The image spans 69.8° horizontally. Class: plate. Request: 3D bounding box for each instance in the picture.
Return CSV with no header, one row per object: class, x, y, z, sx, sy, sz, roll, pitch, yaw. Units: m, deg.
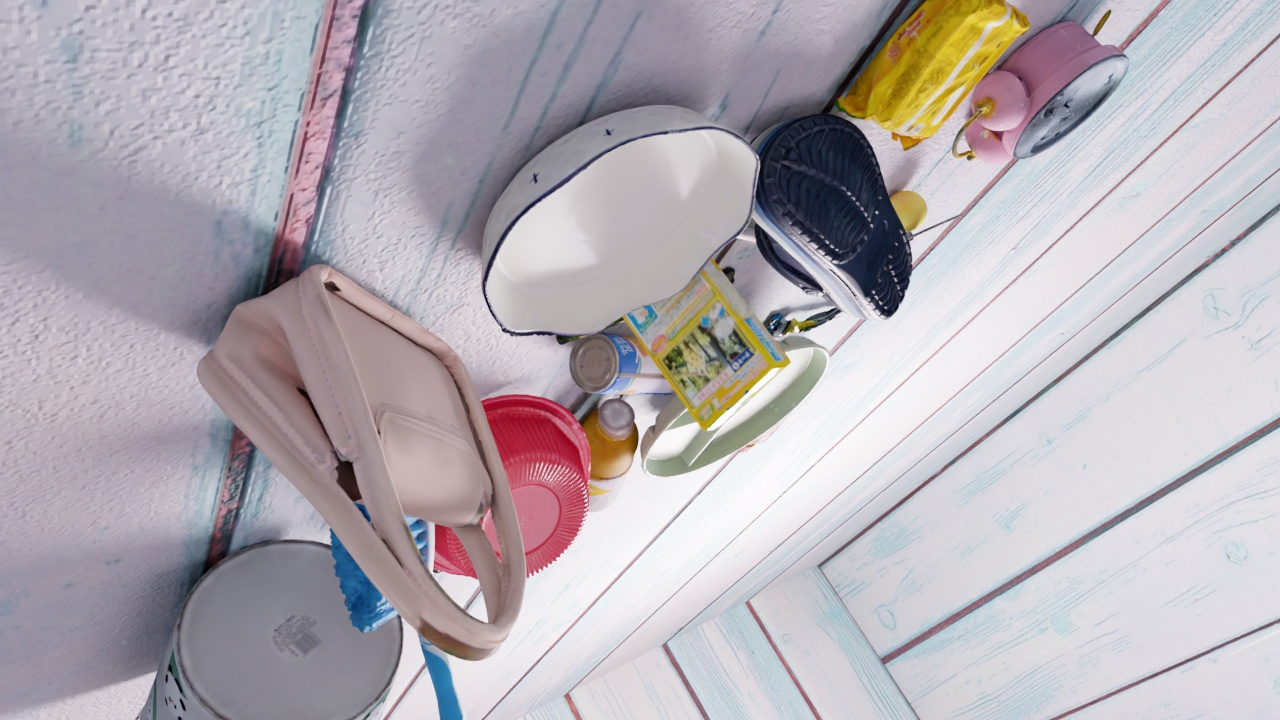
plate,0.096,0.049,0.959,0.230,0.027,0.230,-27,157,-13
plate,-0.017,-0.092,0.621,0.204,0.045,0.205,-23,157,-11

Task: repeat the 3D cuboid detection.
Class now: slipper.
slipper,0.147,-0.115,0.751,0.252,0.095,0.105,34,75,-48

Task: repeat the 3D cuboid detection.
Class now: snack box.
snack box,0.045,-0.024,0.732,0.033,0.140,0.087,-8,147,-50

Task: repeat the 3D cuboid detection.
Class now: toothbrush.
toothbrush,0.009,-0.049,0.805,0.185,0.012,0.017,-21,150,-26
toothbrush,0.107,-0.105,0.814,0.016,0.016,0.179,-36,160,25

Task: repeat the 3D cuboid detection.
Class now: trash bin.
trash bin,-0.338,0.308,0.839,0.229,0.229,0.253,-12,145,-41

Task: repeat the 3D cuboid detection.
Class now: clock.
clock,0.345,-0.230,0.812,0.158,0.060,0.117,-35,159,2

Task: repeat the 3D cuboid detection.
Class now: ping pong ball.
ping pong ball,0.260,-0.146,0.897,0.040,0.040,0.040,-27,158,-12

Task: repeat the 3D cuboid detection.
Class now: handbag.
handbag,-0.142,0.072,0.556,0.093,0.234,0.193,-36,158,5

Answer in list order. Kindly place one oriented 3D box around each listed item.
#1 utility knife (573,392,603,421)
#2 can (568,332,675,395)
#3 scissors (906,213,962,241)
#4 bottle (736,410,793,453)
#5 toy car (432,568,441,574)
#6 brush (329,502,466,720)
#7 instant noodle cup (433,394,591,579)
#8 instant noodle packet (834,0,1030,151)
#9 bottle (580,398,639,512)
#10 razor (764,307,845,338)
utility knife,-0.090,0.082,0.949,0.029,0.013,0.223,-4,147,-48
can,-0.005,0.005,0.844,0.053,0.053,0.134,-43,156,24
scissors,0.253,-0.113,0.921,0.181,0.014,0.159,-25,-177,42
bottle,0.164,0.060,1.187,0.057,0.057,0.175,-17,154,-34
toy car,-0.176,0.151,0.901,0.156,0.071,0.041,-39,156,14
brush,-0.192,0.205,0.758,0.061,0.314,0.109,-1,-174,28
instant noodle cup,-0.116,0.128,0.823,0.193,0.066,0.194,-15,121,-27
instant noodle packet,0.215,-0.219,0.677,0.110,0.044,0.129,4,135,-47
bottle,-0.041,0.101,0.981,0.067,0.068,0.190,-22,156,-24
razor,0.194,-0.045,1.053,0.142,0.022,0.043,-16,155,-37
